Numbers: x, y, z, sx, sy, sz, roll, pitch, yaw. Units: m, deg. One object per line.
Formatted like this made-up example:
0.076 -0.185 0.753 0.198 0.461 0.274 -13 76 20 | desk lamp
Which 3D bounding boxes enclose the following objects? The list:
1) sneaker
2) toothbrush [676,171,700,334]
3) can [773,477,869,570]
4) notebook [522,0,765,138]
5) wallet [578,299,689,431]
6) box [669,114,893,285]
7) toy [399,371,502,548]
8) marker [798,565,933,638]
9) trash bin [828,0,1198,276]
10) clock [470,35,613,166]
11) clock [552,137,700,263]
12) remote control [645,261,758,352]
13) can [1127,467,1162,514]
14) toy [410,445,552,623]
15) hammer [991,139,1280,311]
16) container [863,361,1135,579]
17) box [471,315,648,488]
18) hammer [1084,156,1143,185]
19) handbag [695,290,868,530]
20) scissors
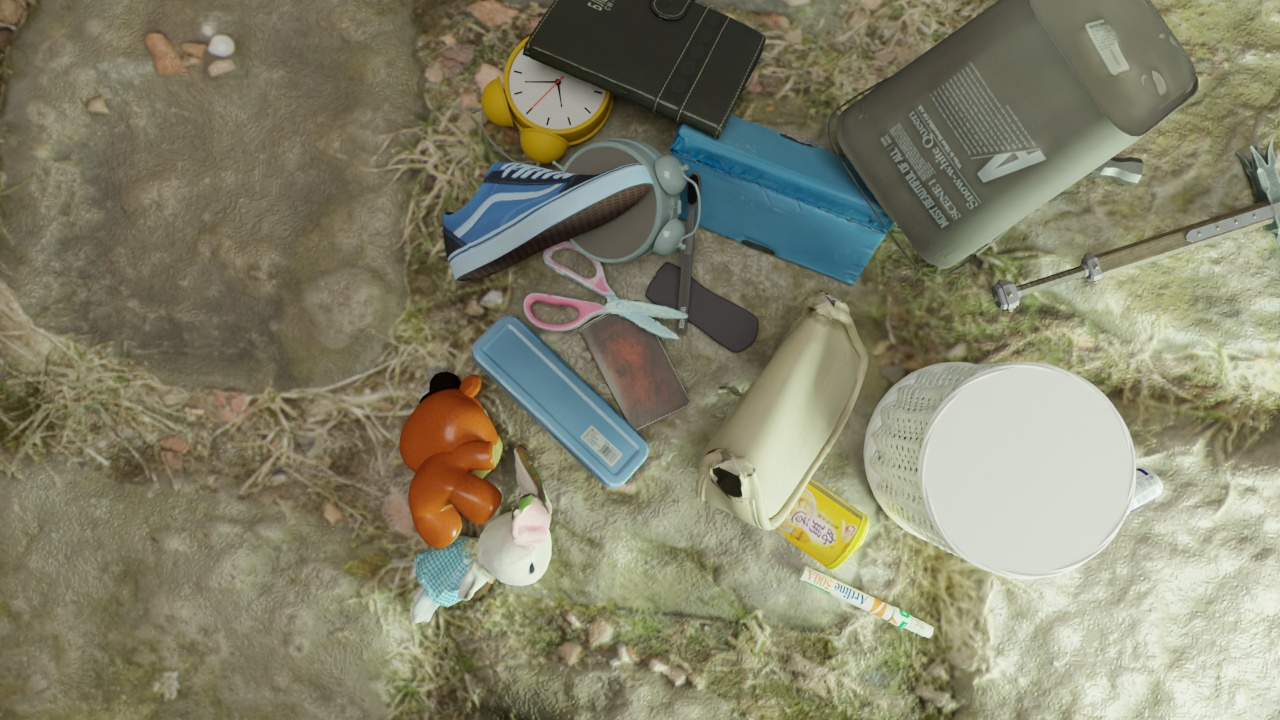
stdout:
-0.105 -0.160 0.884 0.242 0.083 0.098 -19 88 31 | sneaker
0.048 -0.105 0.923 0.013 0.013 0.167 8 112 11 | toothbrush
0.170 0.156 0.923 0.105 0.067 0.067 35 89 1 | can
0.011 -0.318 0.918 0.209 0.030 0.169 25 59 -1 | notebook
-0.006 0.005 0.951 0.072 0.019 0.123 -27 89 0 | wallet
0.136 -0.166 0.943 0.231 0.094 0.110 21 129 -1 | box
-0.187 0.088 0.898 0.112 0.096 0.176 -33 62 30 | toy
0.233 0.250 0.947 0.145 0.017 0.017 25 89 1 | marker
0.331 -0.223 0.818 0.197 0.221 0.197 -34 89 -30 | trash bin
-0.094 -0.271 0.942 0.113 0.052 0.152 44 86 1 | clock
-0.013 -0.156 0.908 0.159 0.045 0.123 10 110 27 | clock
0.066 -0.054 0.956 0.124 0.009 0.046 32 89 1 | remote control
0.484 0.145 0.938 0.095 0.032 0.032 -31 89 0 | can
-0.150 0.203 0.917 0.105 0.131 0.205 41 102 -19 | toy
0.516 -0.107 0.944 0.317 0.028 0.147 -18 88 0 | hammer
0.326 0.094 0.863 0.189 0.187 0.189 0 89 0 | container
-0.083 0.043 0.943 0.210 0.064 0.069 44 73 -1 | box
0.484 -0.340 0.949 0.111 0.028 0.300 11 89 0 | hammer
0.112 0.040 0.849 0.132 0.184 0.228 23 64 19 | handbag
-0.028 -0.074 0.940 0.179 0.016 0.108 8 77 10 | scissors
